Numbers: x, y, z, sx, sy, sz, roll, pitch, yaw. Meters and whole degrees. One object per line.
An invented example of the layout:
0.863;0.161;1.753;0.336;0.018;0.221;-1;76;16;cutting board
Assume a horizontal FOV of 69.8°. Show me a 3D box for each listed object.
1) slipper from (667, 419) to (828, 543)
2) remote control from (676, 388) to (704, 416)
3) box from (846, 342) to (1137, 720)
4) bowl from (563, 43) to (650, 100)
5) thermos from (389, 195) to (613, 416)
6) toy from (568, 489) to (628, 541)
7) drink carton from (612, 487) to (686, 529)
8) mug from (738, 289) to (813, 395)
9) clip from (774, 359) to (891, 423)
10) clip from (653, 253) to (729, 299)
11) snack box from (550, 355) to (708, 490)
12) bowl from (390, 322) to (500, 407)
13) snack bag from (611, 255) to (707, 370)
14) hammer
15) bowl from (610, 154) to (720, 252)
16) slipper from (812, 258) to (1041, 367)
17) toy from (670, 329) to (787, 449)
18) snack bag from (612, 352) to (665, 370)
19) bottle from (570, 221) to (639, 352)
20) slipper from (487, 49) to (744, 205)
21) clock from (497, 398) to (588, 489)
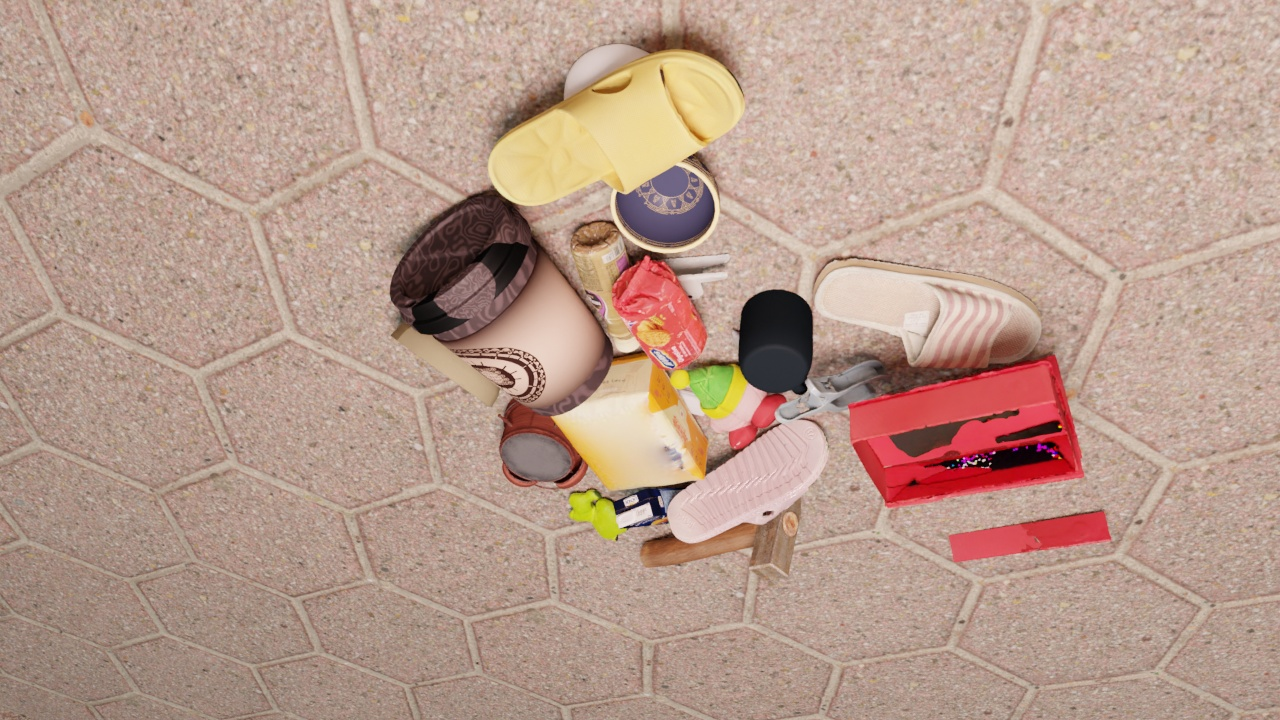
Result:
0.149;0.171;1.216;0.240;0.094;0.064;-33;143;12;slipper
0.024;0.047;1.201;0.131;0.012;0.033;13;133;-2;remote control
0.338;0.179;0.923;0.217;0.350;0.198;-14;138;27;box
-0.023;-0.249;0.910;0.115;0.050;0.115;5;133;5;bowl
-0.146;-0.051;1.045;0.173;0.172;0.226;-21;132;27;thermos
-0.062;0.232;1.375;0.093;0.036;0.094;7;127;11;toy
0.024;0.205;1.282;0.064;0.040;0.130;-27;160;29;drink carton
0.165;-0.008;1.069;0.085;0.094;0.121;-19;126;26;mug
0.240;0.025;1.066;0.162;0.028;0.113;-13;151;-37;clip
0.053;-0.091;1.054;0.102;0.056;0.056;-2;108;13;clip
-0.013;0.092;1.187;0.145;0.080;0.195;-10;137;22;snack box
-0.232;-0.006;1.138;0.152;0.050;0.152;35;173;5;bowl
0.027;-0.048;1.041;0.082;0.082;0.176;-8;152;17;snack bag
0.105;0.254;1.321;0.037;0.157;0.302;39;141;-24;hammer
0.029;-0.176;0.960;0.112;0.061;0.113;5;133;6;bowl
0.323;-0.046;1.033;0.263;0.052;0.115;14;132;-4;slipper
0.108;0.039;1.133;0.131;0.096;0.124;46;125;1;toy
-0.007;0.007;1.165;0.099;0.020;0.026;-11;131;20;snack bag
-0.032;-0.079;1.064;0.060;0.059;0.166;-5;133;15;bottle
-0.033;-0.207;0.862;0.264;0.078;0.099;-17;125;24;slipper
-0.133;0.119;1.256;0.120;0.072;0.158;1;132;9;clock
